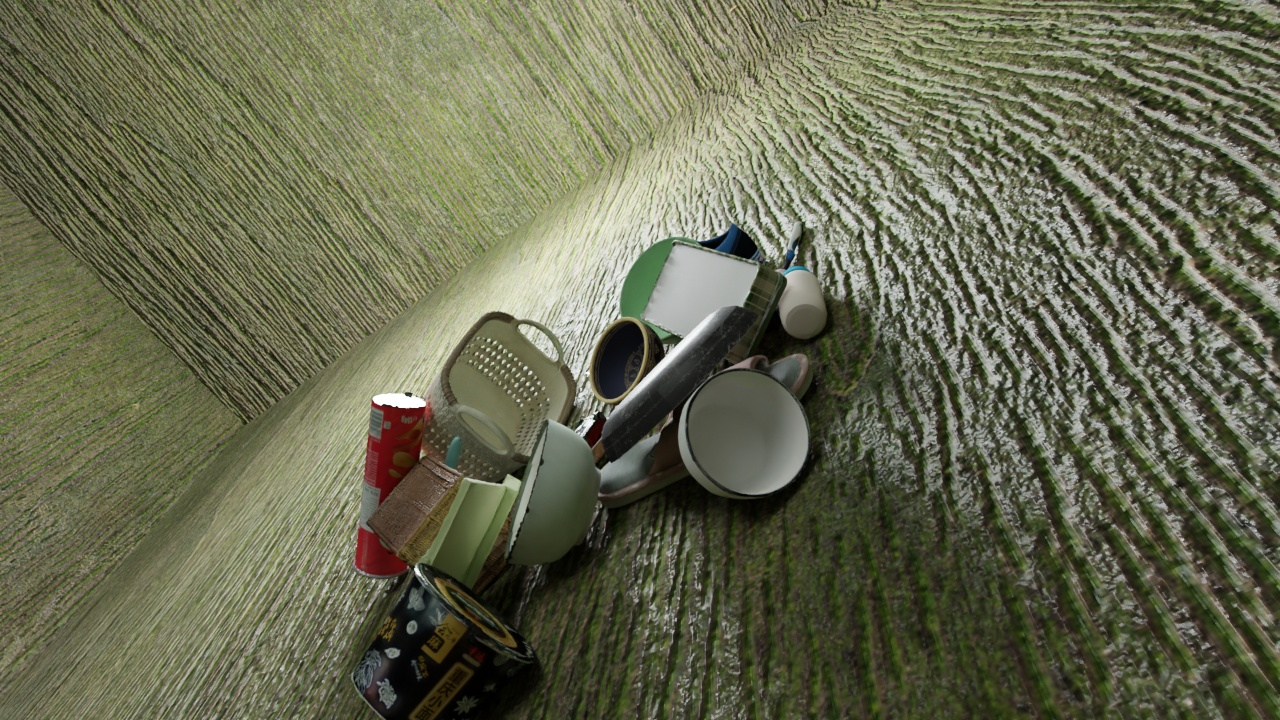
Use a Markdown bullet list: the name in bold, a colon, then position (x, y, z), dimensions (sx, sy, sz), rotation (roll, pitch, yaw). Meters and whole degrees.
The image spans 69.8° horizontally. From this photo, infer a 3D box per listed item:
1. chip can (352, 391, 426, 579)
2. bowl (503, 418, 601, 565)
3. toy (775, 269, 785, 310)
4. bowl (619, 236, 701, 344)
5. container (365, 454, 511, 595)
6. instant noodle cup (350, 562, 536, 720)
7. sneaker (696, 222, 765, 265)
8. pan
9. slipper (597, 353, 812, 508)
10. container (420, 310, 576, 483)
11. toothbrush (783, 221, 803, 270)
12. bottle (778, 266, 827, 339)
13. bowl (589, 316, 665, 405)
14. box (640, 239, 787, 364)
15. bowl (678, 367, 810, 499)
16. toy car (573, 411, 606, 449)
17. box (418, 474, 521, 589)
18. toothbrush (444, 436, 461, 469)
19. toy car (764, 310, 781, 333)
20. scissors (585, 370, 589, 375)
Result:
- **chip can**: position (-0.322, 0.159, 1.179), dimensions (0.073, 0.073, 0.233), rotation (-130, 48, -71)
- **bowl**: position (-0.087, 0.142, 0.952), dimensions (0.153, 0.073, 0.153), rotation (-165, 91, -81)
- **toy**: position (0.142, -0.082, 1.143), dimensions (0.063, 0.047, 0.110), rotation (-54, 24, -18)
- **bowl**: position (0.051, -0.085, 1.233), dimensions (0.151, 0.077, 0.150), rotation (-17, 61, 35)
- **container**: position (-0.231, 0.198, 1.078), dimensions (0.112, 0.114, 0.199), rotation (-48, 20, -17)
- **instant noodle cup**: position (-0.179, 0.267, 0.815), dimensions (0.112, 0.137, 0.137), rotation (-52, 21, -8)
- **sneaker**: position (0.055, -0.125, 1.322), dimensions (0.242, 0.098, 0.083), rotation (-28, 21, 28)
- **pan**: position (0.001, 0.046, 0.956), dimensions (0.207, 0.040, 0.358), rotation (-45, 2, -34)
- **slipper**: position (0.053, 0.066, 0.950), dimensions (0.275, 0.054, 0.114), rotation (-33, 19, 19)
- **container**: position (-0.203, 0.057, 1.269), dimensions (0.143, 0.184, 0.245), rotation (-40, 14, 30)
- **toothbrush**: position (0.204, -0.143, 1.222), dimensions (0.017, 0.016, 0.188), rotation (-16, 27, 27)
- **bottle**: position (0.182, -0.074, 1.044), dimensions (0.051, 0.051, 0.146), rotation (-32, 20, 19)
- **bowl**: position (-0.007, 0.007, 1.170), dimensions (0.113, 0.061, 0.112), rotation (-25, 57, 43)
- **box**: position (0.081, -0.071, 1.082), dimensions (0.206, 0.049, 0.117), rotation (26, 94, 60)
- **bowl**: position (0.084, 0.069, 0.812), dimensions (0.116, 0.116, 0.066), rotation (-47, 0, -23)
- **toy car**: position (-0.071, 0.098, 1.133), dimensions (0.042, 0.036, 0.091), rotation (-25, 24, 35)
- **box**: position (-0.181, 0.205, 0.924), dimensions (0.187, 0.044, 0.141), rotation (-63, -16, -1)
- **toothbrush**: position (-0.259, 0.173, 1.194), dimensions (0.016, 0.016, 0.181), rotation (-62, -6, -65)
- **toy car**: position (0.120, -0.047, 1.104), dimensions (0.112, 0.046, 0.034), rotation (-12, 30, 50)
- **scissors**: position (-0.035, 0.019, 1.287), dimensions (0.095, 0.014, 0.170), rotation (-39, 22, 5)
